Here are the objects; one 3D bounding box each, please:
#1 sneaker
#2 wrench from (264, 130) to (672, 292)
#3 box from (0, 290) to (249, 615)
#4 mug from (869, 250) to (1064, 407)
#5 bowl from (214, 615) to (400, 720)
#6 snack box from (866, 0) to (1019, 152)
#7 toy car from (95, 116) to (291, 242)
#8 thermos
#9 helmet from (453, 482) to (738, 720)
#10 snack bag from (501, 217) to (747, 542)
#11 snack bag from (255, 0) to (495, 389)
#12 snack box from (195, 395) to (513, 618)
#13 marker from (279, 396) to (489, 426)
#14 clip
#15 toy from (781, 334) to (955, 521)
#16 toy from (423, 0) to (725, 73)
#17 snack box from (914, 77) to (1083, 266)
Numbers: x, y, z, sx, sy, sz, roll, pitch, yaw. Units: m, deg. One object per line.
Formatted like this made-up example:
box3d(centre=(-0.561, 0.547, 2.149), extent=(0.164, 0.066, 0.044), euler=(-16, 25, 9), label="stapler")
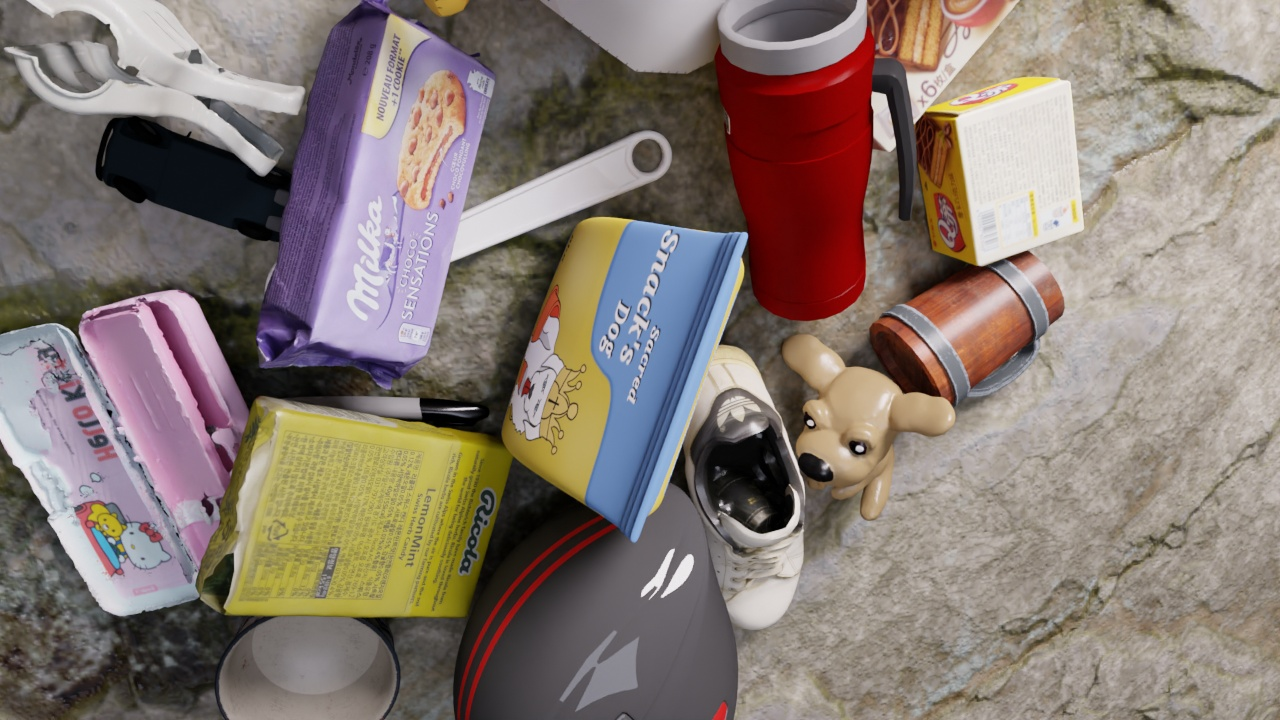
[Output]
box3d(centre=(0.082, 0.110, 0.641), extent=(0.089, 0.102, 0.242), euler=(-19, 120, -8), label="sneaker")
box3d(centre=(-0.105, -0.084, 0.584), extent=(0.273, 0.018, 0.066), euler=(-24, 112, -6), label="wrench")
box3d(centre=(-0.305, 0.062, 0.570), extent=(0.155, 0.044, 0.201), euler=(-10, 111, 14), label="box")
box3d(centre=(0.239, -0.013, 0.663), extent=(0.111, 0.081, 0.117), euler=(-34, 130, -5), label="mug")
box3d(centre=(-0.223, 0.203, 0.628), extent=(0.115, 0.059, 0.116), euler=(-4, 109, -12), label="bowl")
box3d(centre=(0.181, -0.255, 0.569), extent=(0.110, 0.061, 0.230), euler=(38, 97, -21), label="snack box")
box3d(centre=(-0.251, -0.103, 0.532), extent=(0.112, 0.034, 0.046), euler=(19, 103, -20), label="toy car")
box3d(centre=(0.106, -0.117, 0.541), extent=(0.108, 0.083, 0.199), euler=(5, 141, 17), label="thermos")
box3d(centre=(-0.035, 0.201, 0.607), extent=(0.169, 0.164, 0.265), euler=(23, 96, -38), label="helmet")
box3d(centre=(-0.003, 0.003, 0.520), extent=(0.102, 0.205, 0.159), euler=(20, 90, -15), label="snack bag")
box3d(centre=(-0.150, -0.089, 0.515), extent=(0.058, 0.096, 0.205), euler=(16, 92, 27), label="snack bag")
box3d(centre=(-0.168, 0.093, 0.559), extent=(0.180, 0.045, 0.121), euler=(17, 87, -49), label="snack box")
box3d(centre=(-0.170, 0.034, 0.609), extent=(0.138, 0.016, 0.022), euler=(2, 131, -13), label="marker")
box3d(centre=(-0.253, -0.143, 0.471), extent=(0.151, 0.125, 0.092), euler=(37, 98, -26), label="clip")
box3d(centre=(0.155, 0.055, 0.657), extent=(0.105, 0.134, 0.108), euler=(-46, 142, -19), label="toy")
box3d(centre=(-0.007, -0.274, 0.484), extent=(0.267, 0.141, 0.247), euler=(-42, 120, -19), label="toy")
box3d(centre=(0.243, -0.130, 0.626), extent=(0.083, 0.061, 0.106), euler=(-19, 112, -6), label="snack box")
